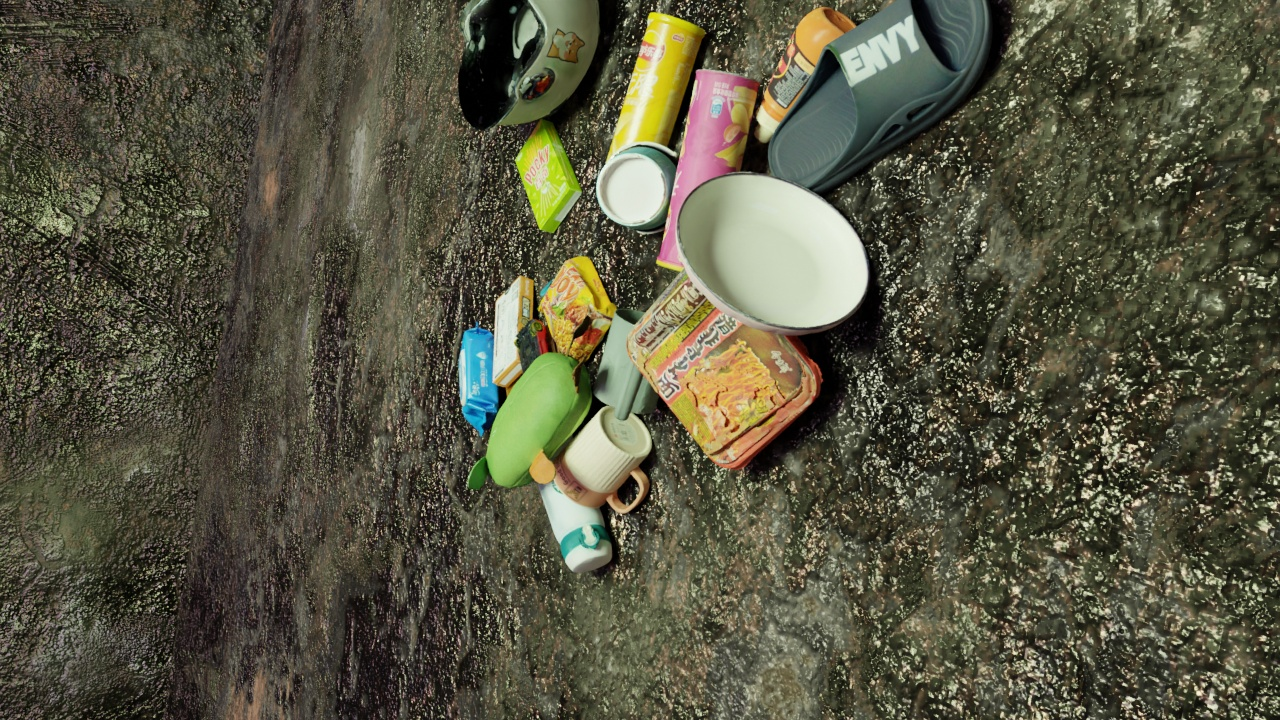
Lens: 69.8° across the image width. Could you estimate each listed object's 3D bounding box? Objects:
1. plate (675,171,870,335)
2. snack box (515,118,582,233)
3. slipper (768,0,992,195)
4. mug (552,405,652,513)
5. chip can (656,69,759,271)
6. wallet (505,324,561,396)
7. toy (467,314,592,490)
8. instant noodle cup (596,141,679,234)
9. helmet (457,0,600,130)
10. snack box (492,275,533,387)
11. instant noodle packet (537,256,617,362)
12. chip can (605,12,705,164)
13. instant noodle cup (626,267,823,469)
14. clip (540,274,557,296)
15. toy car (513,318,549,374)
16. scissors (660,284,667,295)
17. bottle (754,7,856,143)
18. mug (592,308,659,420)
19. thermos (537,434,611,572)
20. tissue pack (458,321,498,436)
[{"bbox_3d":[0.121,-0.097,0.871,0.039,0.192,0.192,114,145,-53],"label":"plate"},{"bbox_3d":[-0.137,-0.272,1.346,0.086,0.026,0.156,-48,49,35],"label":"snack box"},{"bbox_3d":[0.203,-0.244,0.853,0.269,0.083,0.110,-39,69,44],"label":"slipper"},{"bbox_3d":[-0.037,0.128,1.113,0.114,0.081,0.106,49,124,12],"label":"mug"},{"bbox_3d":[0.072,-0.200,0.990,0.071,0.071,0.211,27,110,51],"label":"chip can"},{"bbox_3d":[-0.148,0.030,1.297,0.131,0.035,0.119,-45,49,37],"label":"wallet"},{"bbox_3d":[-0.120,0.064,1.126,0.247,0.090,0.226,-53,24,25],"label":"toy"},{"bbox_3d":[-0.002,-0.198,1.052,0.120,0.111,0.111,-54,-17,-77],"label":"instant noodle cup"},{"bbox_3d":[-0.146,-0.454,1.287,0.230,0.156,0.275,51,133,42],"label":"helmet"},{"bbox_3d":[-0.186,-0.043,1.342,0.075,0.026,0.153,-40,42,42],"label":"snack box"},{"bbox_3d":[-0.088,-0.069,1.234,0.111,0.044,0.128,-53,46,26],"label":"instant noodle packet"},{"bbox_3d":[0.014,-0.309,1.127,0.072,0.072,0.213,33,111,49],"label":"chip can"},{"bbox_3d":[0.091,-0.001,0.936,0.189,0.078,0.165,52,128,12],"label":"instant noodle cup"},{"bbox_3d":[-0.116,-0.108,1.293,0.013,0.033,0.054,39,100,45],"label":"clip"},{"bbox_3d":[-0.144,-0.005,1.254,0.049,0.031,0.106,-40,50,35],"label":"toy car"},{"bbox_3d":[0.093,-0.068,1.025,0.202,0.015,0.205,-29,61,45],"label":"scissors"},{"bbox_3d":[0.163,-0.286,0.946,0.150,0.066,0.066,-53,46,41],"label":"bottle"},{"bbox_3d":[-0.006,0.006,1.065,0.123,0.083,0.103,-78,7,-73],"label":"mug"},{"bbox_3d":[-0.095,0.165,1.180,0.073,0.073,0.224,-51,48,34],"label":"thermos"},{"bbox_3d":[-0.245,0.029,1.383,0.095,0.052,0.157,124,142,-66],"label":"tissue pack"}]
